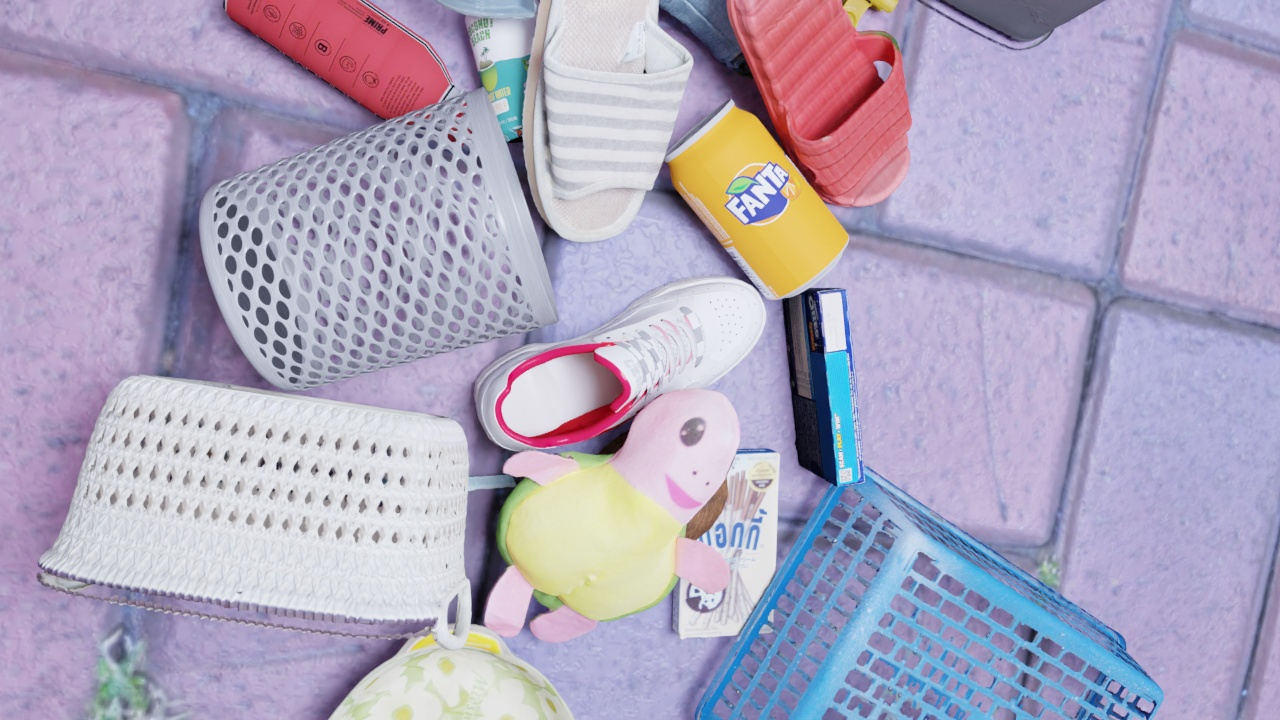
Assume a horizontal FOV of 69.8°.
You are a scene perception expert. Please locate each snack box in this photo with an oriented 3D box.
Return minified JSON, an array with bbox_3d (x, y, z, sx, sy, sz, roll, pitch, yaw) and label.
[{"bbox_3d":[0.142,0.018,0.720,0.027,0.082,0.150,-9,98,-11],"label":"snack box"},{"bbox_3d":[0.069,0.147,0.743,0.082,0.026,0.150,1,95,-13],"label":"snack box"}]

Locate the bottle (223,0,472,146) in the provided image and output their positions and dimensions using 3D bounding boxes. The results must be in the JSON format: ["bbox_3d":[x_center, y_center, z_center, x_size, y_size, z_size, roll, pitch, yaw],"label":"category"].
[{"bbox_3d":[-0.189,-0.211,0.630,0.176,0.062,0.062,33,87,-14],"label":"bottle"}]

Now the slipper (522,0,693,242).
[{"bbox_3d":[-0.020,-0.204,0.616,0.114,0.054,0.273,-14,127,-29],"label":"slipper"}]

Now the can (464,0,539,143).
[{"bbox_3d":[-0.089,-0.211,0.657,0.055,0.055,0.101,-15,99,-12],"label":"can"}]

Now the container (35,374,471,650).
[{"bbox_3d":[-0.225,0.093,0.583,0.251,0.185,0.143,9,85,0],"label":"container"}]

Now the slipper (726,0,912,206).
[{"bbox_3d":[0.144,-0.192,0.661,0.103,0.059,0.248,-49,135,-1],"label":"slipper"}]

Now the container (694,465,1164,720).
[{"bbox_3d":[0.257,0.282,0.755,0.362,0.089,0.257,32,87,-19],"label":"container"}]

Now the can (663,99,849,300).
[{"bbox_3d":[0.087,-0.119,0.694,0.079,0.079,0.142,-43,103,-6],"label":"can"}]

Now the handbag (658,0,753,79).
[{"bbox_3d":[0.056,-0.302,0.651,0.192,0.118,0.121,39,88,-21],"label":"handbag"}]

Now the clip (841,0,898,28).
[{"bbox_3d":[0.173,-0.286,0.728,0.054,0.048,0.046,29,63,-16],"label":"clip"}]

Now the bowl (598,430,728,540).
[{"bbox_3d":[0.010,0.102,0.706,0.114,0.026,0.102,-34,90,9],"label":"bowl"}]

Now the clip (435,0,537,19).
[{"bbox_3d":[-0.122,-0.261,0.612,0.172,0.164,0.031,-11,141,-8],"label":"clip"}]

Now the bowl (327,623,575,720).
[{"bbox_3d":[-0.144,0.290,0.688,0.188,0.060,0.219,2,98,-13],"label":"bowl"}]

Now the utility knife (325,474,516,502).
[{"bbox_3d":[-0.167,0.095,0.687,0.147,0.015,0.022,-2,96,-10],"label":"utility knife"}]

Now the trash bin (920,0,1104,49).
[{"bbox_3d":[0.314,-0.366,0.652,0.197,0.220,0.197,22,90,-14],"label":"trash bin"}]

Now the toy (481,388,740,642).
[{"bbox_3d":[-0.021,0.115,0.650,0.190,0.087,0.238,34,107,-17],"label":"toy"}]

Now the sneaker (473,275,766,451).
[{"bbox_3d":[-0.005,0.004,0.672,0.236,0.104,0.090,-19,99,-11],"label":"sneaker"}]

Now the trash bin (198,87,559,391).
[{"bbox_3d":[-0.164,-0.072,0.595,0.183,0.156,0.156,-18,99,-1],"label":"trash bin"}]
